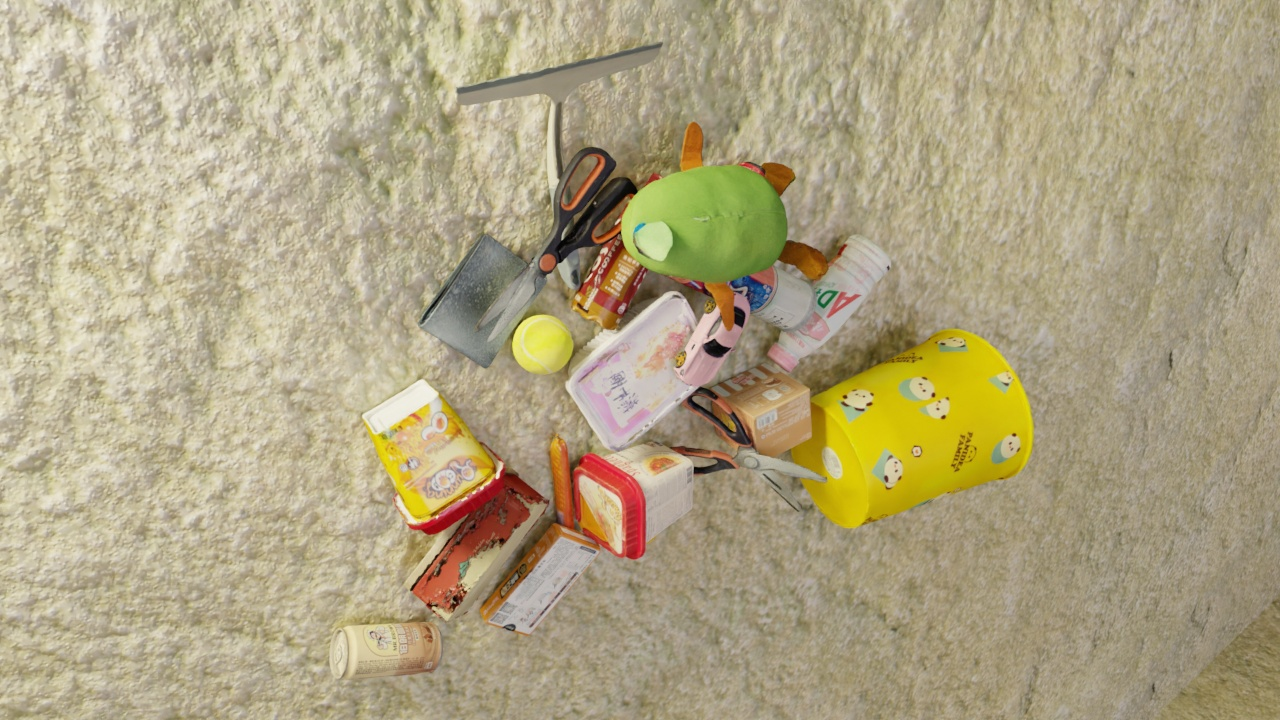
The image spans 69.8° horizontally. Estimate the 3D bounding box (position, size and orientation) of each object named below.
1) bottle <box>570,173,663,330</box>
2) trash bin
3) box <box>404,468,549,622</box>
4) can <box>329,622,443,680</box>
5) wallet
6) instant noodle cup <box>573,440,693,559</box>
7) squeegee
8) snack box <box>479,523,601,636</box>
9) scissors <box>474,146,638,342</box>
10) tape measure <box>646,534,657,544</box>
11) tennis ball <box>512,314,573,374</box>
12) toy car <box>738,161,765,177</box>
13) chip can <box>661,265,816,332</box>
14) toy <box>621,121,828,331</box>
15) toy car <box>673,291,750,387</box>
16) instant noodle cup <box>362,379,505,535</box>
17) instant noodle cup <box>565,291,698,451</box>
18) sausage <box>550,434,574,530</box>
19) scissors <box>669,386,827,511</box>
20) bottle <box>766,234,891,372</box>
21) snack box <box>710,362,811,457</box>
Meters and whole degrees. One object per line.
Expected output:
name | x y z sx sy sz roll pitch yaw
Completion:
bottle | -0.012 -0.121 1.013 0.057 0.057 0.175 24 98 -39
trash bin | 0.362 0.101 1.274 0.255 0.229 0.230 -19 122 -18
box | -0.175 0.210 1.030 0.168 0.080 0.091 -53 170 -1
can | -0.290 0.332 1.050 0.116 0.058 0.058 9 107 -36
wallet | -0.164 -0.062 0.968 0.097 0.019 0.121 36 89 -41
instant noodle cup | -0.004 0.164 1.130 0.124 0.116 0.117 -21 123 -37
squeegee | -0.080 -0.188 0.948 0.245 0.039 0.247 -26 131 -33
snack box | -0.123 0.273 1.137 0.075 0.026 0.154 31 103 -40
scissors | -0.098 -0.122 0.933 0.233 0.022 0.160 -32 128 -20
tape measure | -0.001 0.214 1.202 0.057 0.029 0.060 -28 125 -18
tennis ball | -0.106 -0.017 0.996 0.065 0.065 0.065 -15 120 -28
toy car | 0.135 -0.175 1.088 0.045 0.053 0.120 -32 124 -15
chip can | 0.117 -0.099 1.101 0.214 0.071 0.071 21 100 -38
toy | 0.083 -0.144 0.974 0.246 0.090 0.227 -8 82 -31
toy car | 0.086 -0.023 1.064 0.056 0.037 0.122 23 99 -38
instant noodle cup | -0.220 0.096 0.955 0.116 0.116 0.124 -33 115 -16
instant noodle cup | -0.006 0.006 1.078 0.173 0.060 0.138 -39 128 -11
sausage | -0.095 0.161 1.119 0.021 0.021 0.165 -17 121 -26
scissors | 0.119 0.114 1.146 0.015 0.227 0.189 -60 141 -55
bottle | 0.243 -0.071 1.202 0.197 0.068 0.068 -51 130 2
snack box | 0.157 0.068 1.193 0.092 0.094 0.077 -24 123 -23
